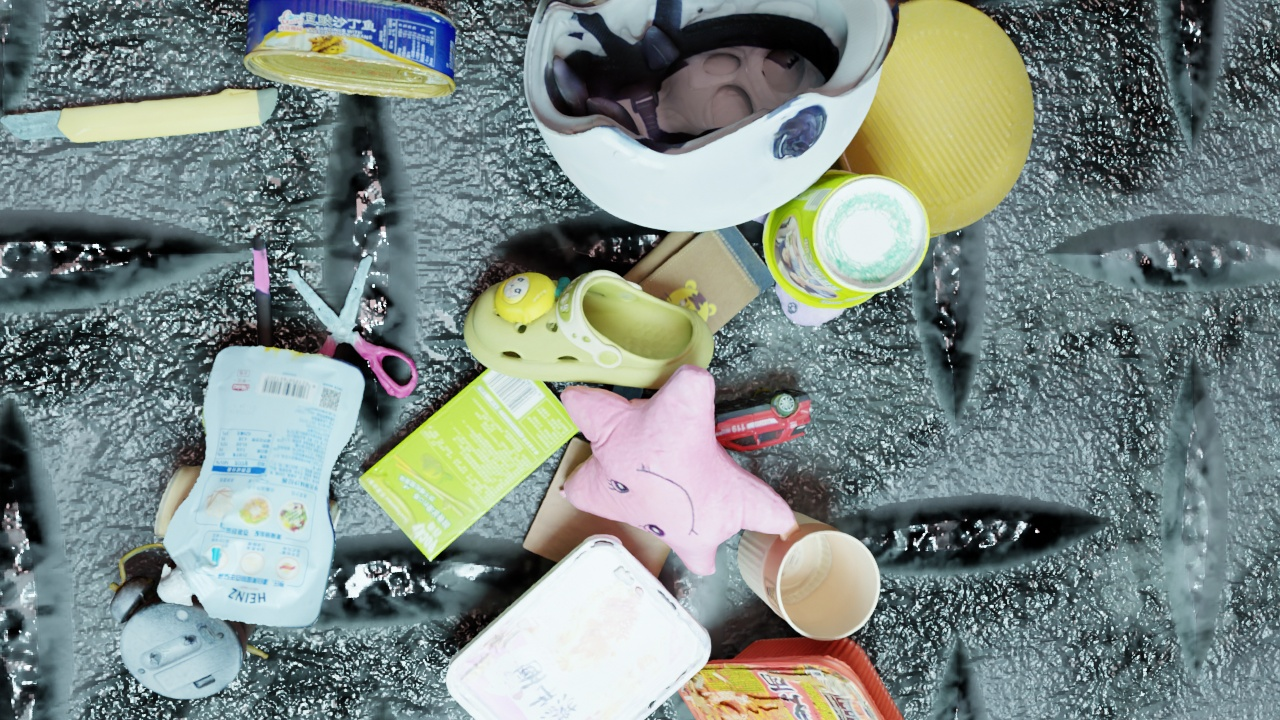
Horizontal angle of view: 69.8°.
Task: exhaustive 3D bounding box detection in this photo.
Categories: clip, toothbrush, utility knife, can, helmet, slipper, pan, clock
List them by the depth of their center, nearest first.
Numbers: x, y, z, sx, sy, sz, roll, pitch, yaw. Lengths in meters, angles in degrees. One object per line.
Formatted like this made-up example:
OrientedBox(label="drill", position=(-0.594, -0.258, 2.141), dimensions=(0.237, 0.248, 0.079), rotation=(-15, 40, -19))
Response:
OrientedBox(label="clock", position=(-0.327, 0.184, 0.658), dimensions=(0.082, 0.055, 0.122), rotation=(-24, 110, 5))
OrientedBox(label="utility knife", position=(-0.362, -0.178, 0.670), dimensions=(0.188, 0.020, 0.031), rotation=(-9, 89, -17))
OrientedBox(label="can", position=(-0.210, -0.230, 0.672), dimensions=(0.148, 0.075, 0.049), rotation=(3, 88, -12))
OrientedBox(label="helmet", position=(0.052, -0.184, 0.672), dimensions=(0.258, 0.146, 0.229), rotation=(-21, 52, -8))
OrientedBox(label="can", position=(-0.286, 0.118, 0.675), dimensions=(0.116, 0.058, 0.058), rotation=(17, 88, -12))
OrientedBox(label="slipper", position=(-0.038, -0.034, 0.682), dimensions=(0.190, 0.082, 0.091), rotation=(9, 50, 7))
OrientedBox(label="toothbrush", position=(-0.283, -0.001, 0.693), dimensions=(0.014, 0.018, 0.189), rotation=(-4, 91, -10))
OrientedBox(label="clip", position=(-0.003, 0.003, 0.736), dimensions=(0.027, 0.045, 0.058), rotation=(23, 112, -2))
OrientedBox(label="pan", position=(0.186, -0.264, 0.765), dimensions=(0.197, 0.078, 0.357), rotation=(-40, 105, -9))

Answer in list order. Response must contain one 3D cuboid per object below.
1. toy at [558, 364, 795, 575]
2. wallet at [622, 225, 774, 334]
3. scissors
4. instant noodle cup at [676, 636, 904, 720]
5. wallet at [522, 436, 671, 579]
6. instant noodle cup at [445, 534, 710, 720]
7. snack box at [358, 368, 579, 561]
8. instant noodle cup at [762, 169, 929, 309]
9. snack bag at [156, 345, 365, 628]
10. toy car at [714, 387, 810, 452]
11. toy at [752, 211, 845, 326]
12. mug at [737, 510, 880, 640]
OrientedBox(label="toy", position=(0.015, 0.093, 0.691), dimensions=(0.194, 0.179, 0.074), rotation=(59, 37, -23))
OrientedBox(label="wallet", position=(0.041, -0.061, 0.750), dimensions=(0.115, 0.033, 0.090), rotation=(-42, 100, -4))
OrientedBox(label="scissors", position=(-0.223, -0.016, 0.706), dimensions=(0.131, 0.017, 0.133), rotation=(20, 84, -9))
OrientedBox(label="instant noodle cup", position=(0.134, 0.289, 0.727), dimensions=(0.078, 0.189, 0.164), rotation=(-38, 102, -44))
OrientedBox(label="wallet", position=(-0.024, 0.129, 0.749), dimensions=(0.115, 0.020, 0.101), rotation=(26, 88, -8))
OrientedBox(label="instant noodle cup", position=(-0.047, 0.225, 0.716), dimensions=(0.173, 0.060, 0.138), rotation=(-42, 99, 4))
OrientedBox(label="snack box", position=(-0.131, 0.072, 0.717), dimensions=(0.156, 0.026, 0.086), rotation=(-42, 92, -7))
OrientedBox(label="instant noodle cup", position=(0.155, -0.090, 0.677), dimensions=(0.111, 0.123, 0.112), rotation=(0, 96, -1))
OrientedBox(label="snack bag", position=(-0.262, 0.085, 0.641), dimensions=(0.110, 0.039, 0.190), rotation=(12, 68, -17))
OrientedBox(label="toy car", position=(0.081, 0.051, 0.749), dimensions=(0.120, 0.053, 0.045), rotation=(-9, 96, -12))
OrientedBox(label="toy", position=(0.141, -0.082, 0.760), dimensions=(0.084, 0.038, 0.108), rotation=(-11, 93, 18))
OrientedBox(label="mug", position=(0.122, 0.154, 0.733), dimensions=(0.081, 0.106, 0.114), rotation=(-34, 98, -9))
